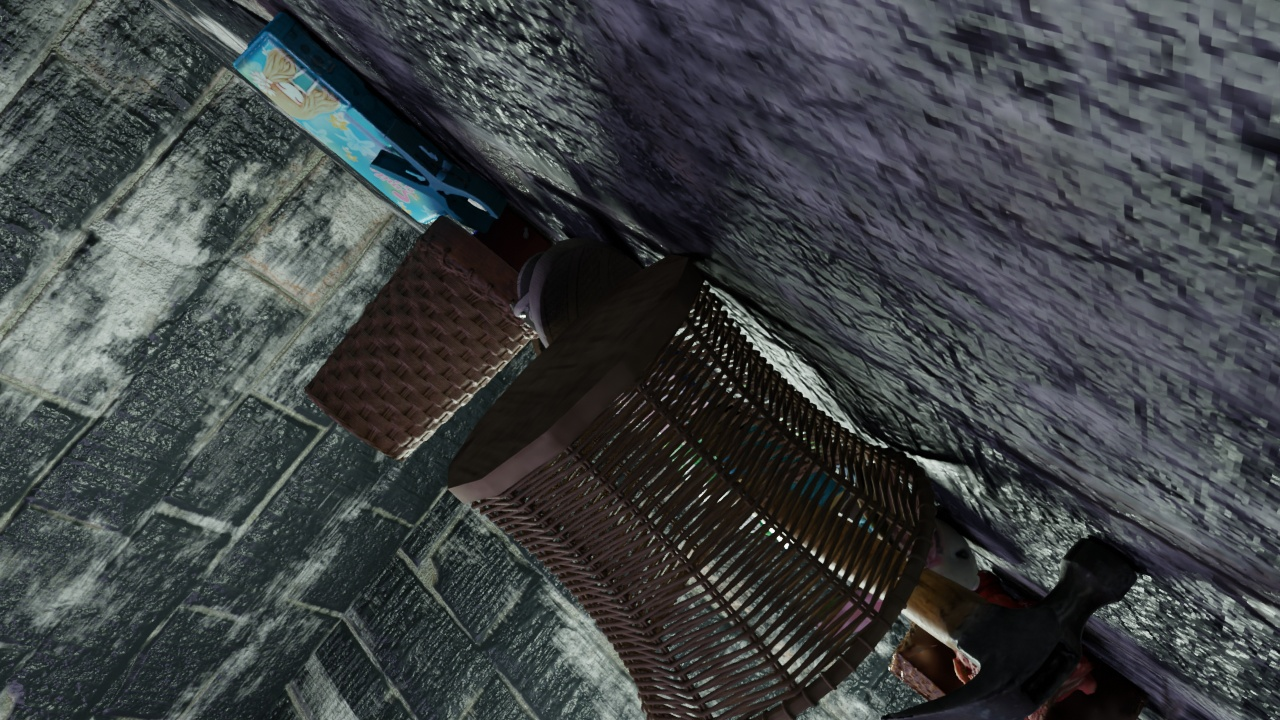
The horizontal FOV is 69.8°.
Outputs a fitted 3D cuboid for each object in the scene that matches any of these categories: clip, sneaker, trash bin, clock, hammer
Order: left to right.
[{"bbox_3d":[-0.203,-0.014,0.894,0.151,0.210,0.151,38,175,4],"label":"trash bin"},{"bbox_3d":[-0.172,-0.165,0.810,0.126,0.028,0.113,37,153,-25],"label":"clip"},{"bbox_3d":[-0.118,-0.107,0.915,0.087,0.044,0.124,37,175,26],"label":"clock"},{"bbox_3d":[-0.055,-0.052,0.714,0.120,0.095,0.234,37,-178,18],"label":"sneaker"},{"bbox_3d":[0.136,0.125,0.576,0.033,0.132,0.331,43,173,-18],"label":"hammer"}]

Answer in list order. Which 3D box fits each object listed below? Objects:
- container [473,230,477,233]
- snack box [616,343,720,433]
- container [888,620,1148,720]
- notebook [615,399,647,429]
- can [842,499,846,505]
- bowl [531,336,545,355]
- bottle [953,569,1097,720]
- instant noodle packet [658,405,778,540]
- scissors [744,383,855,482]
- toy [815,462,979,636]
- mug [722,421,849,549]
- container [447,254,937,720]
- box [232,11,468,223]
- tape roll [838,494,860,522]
[{"bbox_3d":[-0.142,-0.105,1.036,0.114,0.058,0.096,38,176,4],"label":"container"},{"bbox_3d":[-0.005,0.005,0.923,0.154,0.033,0.088,39,138,-8],"label":"snack box"},{"bbox_3d":[0.327,0.284,0.812,0.198,0.113,0.113,35,171,28],"label":"container"},{"bbox_3d":[-0.042,0.001,1.135,0.171,0.022,0.209,63,173,-5],"label":"notebook"},{"bbox_3d":[0.222,0.198,1.088,0.067,0.067,0.170,37,176,20],"label":"can"},{"bbox_3d":[-0.051,-0.025,0.990,0.121,0.056,0.121,16,135,16],"label":"bowl"},{"bbox_3d":[0.288,0.231,0.714,0.111,0.099,0.099,41,178,42],"label":"bottle"},{"bbox_3d":[0.092,0.119,1.107,0.195,0.090,0.253,52,179,28],"label":"instant noodle packet"},{"bbox_3d":[0.146,0.068,0.769,0.175,0.033,0.072,46,169,-35],"label":"scissors"},{"bbox_3d":[0.208,0.162,0.718,0.106,0.131,0.205,20,175,21],"label":"toy"},{"bbox_3d":[0.130,0.120,0.875,0.104,0.084,0.112,46,153,22],"label":"mug"},{"bbox_3d":[0.021,0.072,0.548,0.196,0.226,0.227,47,174,-14],"label":"container"},{"bbox_3d":[-0.279,-0.228,0.890,0.227,0.074,0.181,41,174,-31],"label":"box"},{"bbox_3d":[0.233,0.162,0.868,0.093,0.030,0.094,39,175,3],"label":"tape roll"}]
